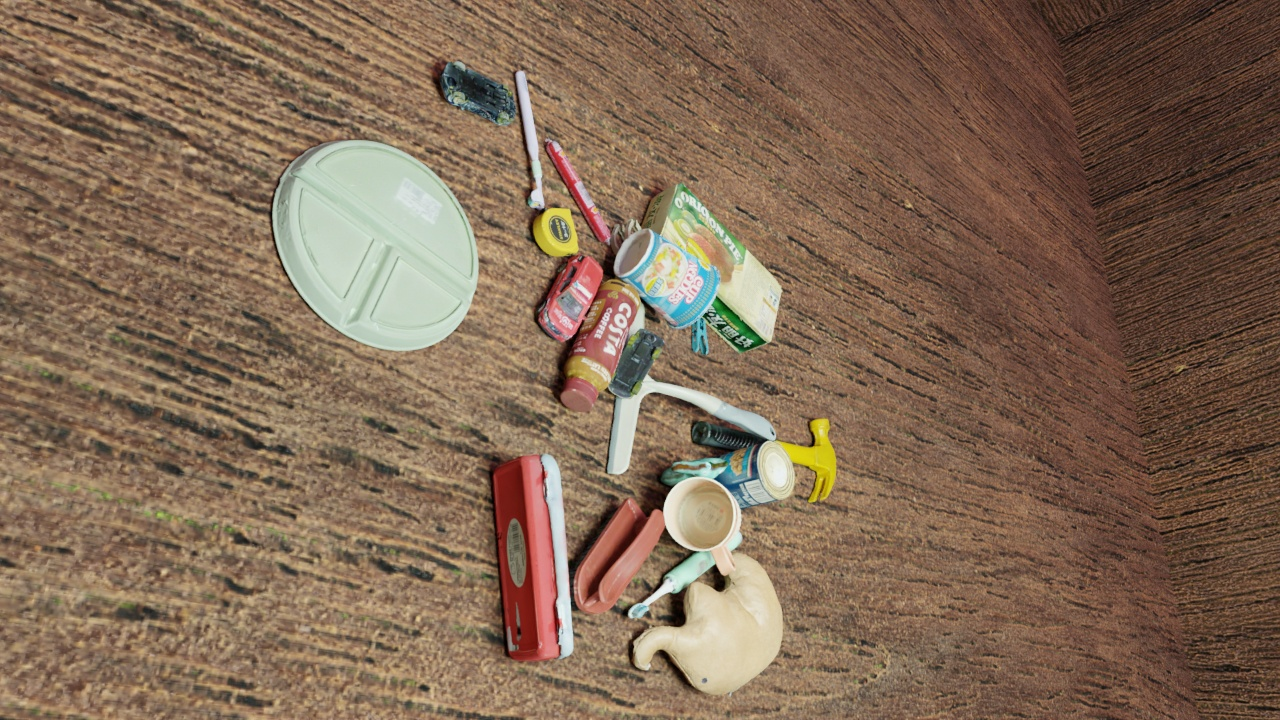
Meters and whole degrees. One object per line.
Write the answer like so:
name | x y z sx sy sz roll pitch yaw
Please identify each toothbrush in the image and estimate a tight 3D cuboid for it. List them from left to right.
toothbrush | -0.139 -0.275 1.134 0.029 0.021 0.189 65 15 -73
toothbrush | 0.055 0.255 1.105 0.223 0.027 0.026 -23 102 -49

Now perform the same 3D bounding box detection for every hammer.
hammer | 0.183 0.125 1.294 0.300 0.033 0.128 16 61 -42

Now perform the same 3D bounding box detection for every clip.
clip | -0.012 -0.133 1.197 0.064 0.034 0.098 1 78 -47
clip | 0.081 -0.035 1.267 0.041 0.014 0.056 15 62 -43

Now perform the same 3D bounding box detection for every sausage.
sausage | -0.079 -0.215 1.170 0.020 0.020 0.156 -41 104 -47

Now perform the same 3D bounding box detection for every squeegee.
squeegee | 0.084 0.059 1.169 0.246 0.039 0.246 21 58 -25

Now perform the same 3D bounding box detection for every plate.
plate | -0.258 -0.122 0.934 0.230 0.028 0.229 21 59 -41

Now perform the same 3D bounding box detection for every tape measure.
tape measure | -0.105 -0.154 1.109 0.057 0.029 0.060 -8 79 -49

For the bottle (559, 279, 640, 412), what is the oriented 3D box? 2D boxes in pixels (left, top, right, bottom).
bottle | -0.049 -0.017 1.087 0.057 0.058 0.174 42 47 -26

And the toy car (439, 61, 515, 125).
toy car | -0.193 -0.312 1.080 0.105 0.031 0.049 17 61 -43

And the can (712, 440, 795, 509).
can | 0.132 0.150 1.167 0.075 0.111 0.075 21 59 -40

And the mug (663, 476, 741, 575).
mug | 0.083 0.197 1.082 0.114 0.082 0.106 65 5 15

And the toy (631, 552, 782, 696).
toy | 0.088 0.324 1.078 0.225 0.083 0.143 -21 85 -46

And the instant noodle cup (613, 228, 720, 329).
instant noodle cup | 0.027 -0.107 1.154 0.110 0.099 0.099 33 52 -31

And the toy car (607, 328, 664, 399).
toy car | -0.007 0.007 1.117 0.042 0.035 0.090 28 73 8

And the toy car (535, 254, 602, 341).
toy car | -0.082 -0.077 1.090 0.053 0.045 0.120 42 49 -25

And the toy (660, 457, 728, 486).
toy | 0.061 0.134 1.115 0.096 0.092 0.030 7 67 -42

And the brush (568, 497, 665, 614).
brush | -0.027 0.217 1.002 0.063 0.069 0.145 55 43 -13

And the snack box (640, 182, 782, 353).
snack box | 0.099 -0.126 1.288 0.240 0.063 0.114 40 48 -28

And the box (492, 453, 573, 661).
box | -0.095 0.196 0.921 0.068 0.091 0.201 5 69 -37
